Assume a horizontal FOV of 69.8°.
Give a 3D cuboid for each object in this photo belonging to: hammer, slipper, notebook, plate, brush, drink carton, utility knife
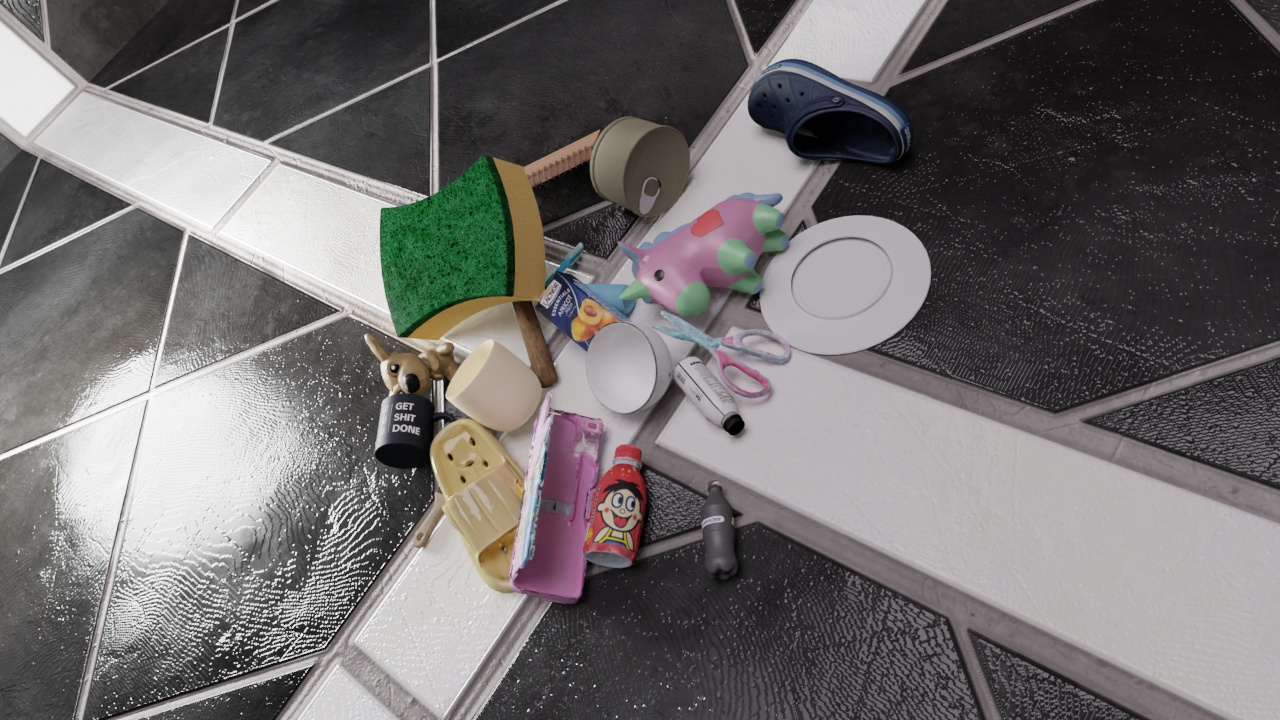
[{"bbox_3d":[-0.170,-0.093,1.299,0.130,0.040,0.321,-39,52,23],"label":"hammer"},{"bbox_3d":[-0.191,0.158,1.118,0.111,0.079,0.261,-33,53,-7],"label":"slipper"},{"bbox_3d":[-0.156,-0.284,1.388,0.211,0.022,0.169,-24,19,11],"label":"notebook"},{"bbox_3d":[0.245,-0.099,1.119,0.209,0.015,0.208,-13,54,19],"label":"plate"},{"bbox_3d":[-0.253,-0.151,1.283,0.251,0.075,0.195,-17,78,34],"label":"brush"},{"bbox_3d":[-0.073,-0.059,1.205,0.130,0.040,0.064,39,105,26],"label":"drink carton"},{"bbox_3d":[-0.113,-0.127,1.291,0.022,0.015,0.124,-45,8,46],"label":"utility knife"},{"bbox_3d":[0.236,-0.319,1.214,0.253,0.105,0.095,29,67,35],"label":"slipper"},{"bbox_3d":[-0.249,0.175,1.186,0.039,0.012,0.151,15,67,32],"label":"brush"}]

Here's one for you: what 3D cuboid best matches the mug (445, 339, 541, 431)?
[{"bbox_3d":[-0.188,0.042,1.190,0.120,0.099,0.096,-21,37,51],"label":"mug"}]

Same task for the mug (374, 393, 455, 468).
[{"bbox_3d":[-0.300,0.096,1.235,0.105,0.071,0.077,1,55,-4],"label":"mug"}]

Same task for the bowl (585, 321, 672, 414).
[{"bbox_3d":[-0.007,0.007,1.129,0.114,0.063,0.113,5,97,39],"label":"bowl"}]

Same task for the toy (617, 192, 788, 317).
[{"bbox_3d":[0.084,-0.145,1.178,0.171,0.120,0.221,20,64,31],"label":"toy"}]

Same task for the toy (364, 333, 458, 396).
[{"bbox_3d":[-0.310,0.013,1.281,0.108,0.134,0.106,-20,23,-20],"label":"toy"}]

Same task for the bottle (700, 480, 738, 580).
[{"bbox_3d":[0.085,0.182,0.996,0.036,0.036,0.109,-15,53,17],"label":"bottle"}]

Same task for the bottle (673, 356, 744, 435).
[{"bbox_3d":[0.083,0.044,1.088,0.041,0.041,0.116,-38,50,-1],"label":"bottle"}]

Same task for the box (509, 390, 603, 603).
[{"bbox_3d":[-0.086,0.148,1.045,0.086,0.106,0.229,15,57,-13],"label":"box"}]

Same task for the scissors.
[{"bbox_3d":[0.099,-0.029,1.113,0.179,0.016,0.105,34,66,23],"label":"scissors"}]

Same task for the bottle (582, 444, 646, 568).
[{"bbox_3d":[-0.024,0.163,1.049,0.062,0.062,0.137,-4,58,24],"label":"bottle"}]

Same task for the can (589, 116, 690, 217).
[{"bbox_3d":[-0.001,-0.273,1.289,0.073,0.128,0.127,30,75,40],"label":"can"}]

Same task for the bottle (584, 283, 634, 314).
[{"bbox_3d":[-0.072,-0.085,1.253,0.130,0.040,0.040,3,60,29],"label":"bottle"}]
